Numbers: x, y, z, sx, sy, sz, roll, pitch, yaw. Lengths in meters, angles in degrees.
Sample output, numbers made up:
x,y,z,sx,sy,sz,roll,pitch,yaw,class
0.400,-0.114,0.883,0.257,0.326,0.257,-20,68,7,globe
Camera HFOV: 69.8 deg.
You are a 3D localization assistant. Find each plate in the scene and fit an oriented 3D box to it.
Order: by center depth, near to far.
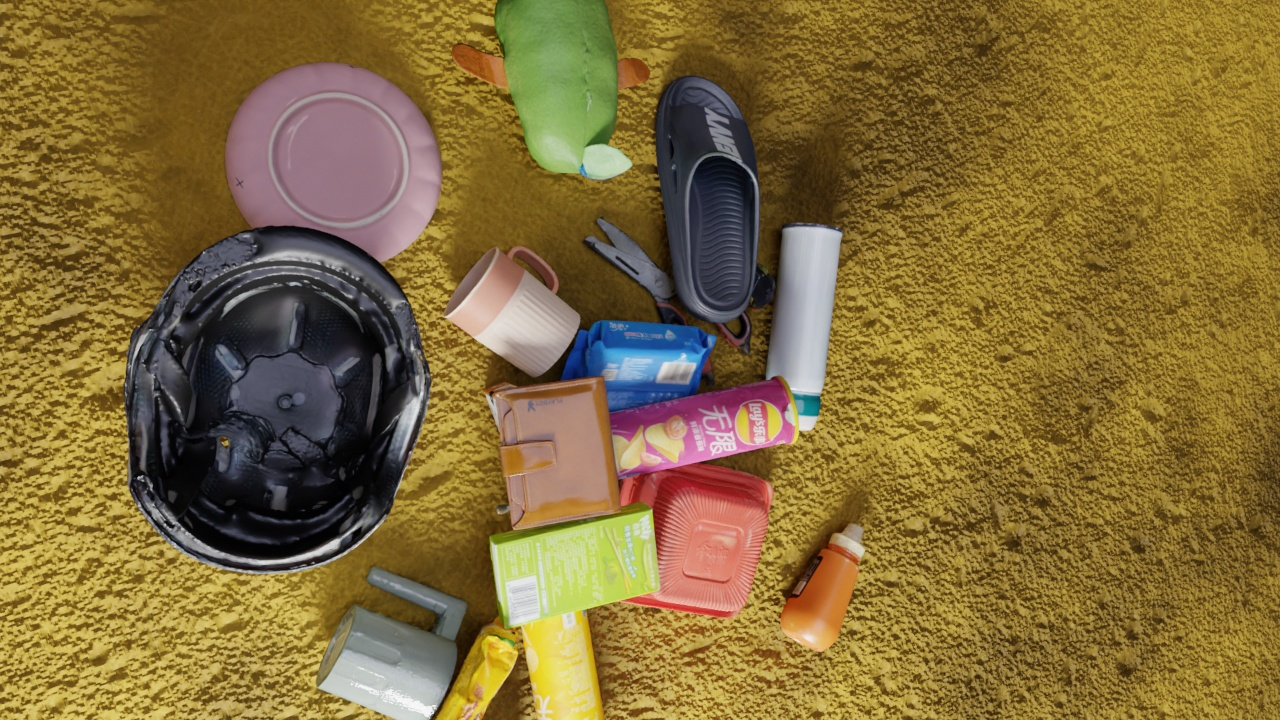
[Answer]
x,y,z,sx,sy,sz,roll,pitch,yaw,class
-0.276,-0.180,0.840,0.192,0.039,0.192,-1,92,-22,plate

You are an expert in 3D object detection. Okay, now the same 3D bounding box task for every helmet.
x,y,z,sx,sy,sz,roll,pitch,yaw,class
-0.302,0.039,0.778,0.229,0.157,0.273,6,79,-20,helmet

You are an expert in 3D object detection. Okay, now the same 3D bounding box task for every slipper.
x,y,z,sx,sy,sz,roll,pitch,yaw,class
0.084,-0.175,0.944,0.110,0.083,0.268,1,79,-24,slipper

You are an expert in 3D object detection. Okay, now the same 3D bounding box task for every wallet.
x,y,z,sx,sy,sz,roll,pitch,yaw,class
-0.083,0.085,0.850,0.119,0.035,0.130,-8,93,-20,wallet

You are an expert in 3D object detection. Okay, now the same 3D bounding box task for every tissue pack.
x,y,z,sx,sy,sz,roll,pitch,yaw,class
-0.006,0.005,0.931,0.157,0.052,0.095,2,131,-23,tissue pack

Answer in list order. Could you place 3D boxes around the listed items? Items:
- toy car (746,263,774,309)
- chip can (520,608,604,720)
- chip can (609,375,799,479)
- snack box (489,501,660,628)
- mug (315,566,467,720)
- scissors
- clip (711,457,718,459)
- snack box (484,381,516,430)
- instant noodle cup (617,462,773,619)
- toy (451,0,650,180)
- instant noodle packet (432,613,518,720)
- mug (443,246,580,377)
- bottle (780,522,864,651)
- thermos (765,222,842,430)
x,y,z,sx,sy,sz,roll,pitch,yaw,class
0.098,-0.095,0.993,0.106,0.031,0.049,33,68,-11,toy car
-0.078,0.317,0.921,0.072,0.072,0.213,-11,96,-21,chip can
0.048,0.071,0.923,0.210,0.071,0.071,-12,96,-8,chip can
-0.060,0.192,0.868,0.156,0.026,0.086,-10,102,-19,snack box
-0.231,0.267,0.863,0.103,0.084,0.123,29,55,-19,mug
0.027,-0.061,0.978,0.201,0.015,0.206,-4,94,-21,scissors
0.060,0.099,0.999,0.054,0.013,0.033,-19,99,-21,clip
-0.110,0.098,0.897,0.026,0.075,0.154,-22,100,-15,snack box
0.058,0.191,0.966,0.188,0.079,0.164,14,90,-23,instant noodle cup
-0.079,-0.296,0.888,0.226,0.090,0.247,-9,99,-32,toy
-0.156,0.307,0.869,0.044,0.111,0.128,29,81,-6,instant noodle packet
-0.118,-0.056,0.893,0.106,0.082,0.114,38,49,-20,mug
0.215,0.252,1.044,0.066,0.067,0.149,37,71,-19,bottle
0.178,-0.035,1.014,0.073,0.073,0.224,7,90,-22,thermos
